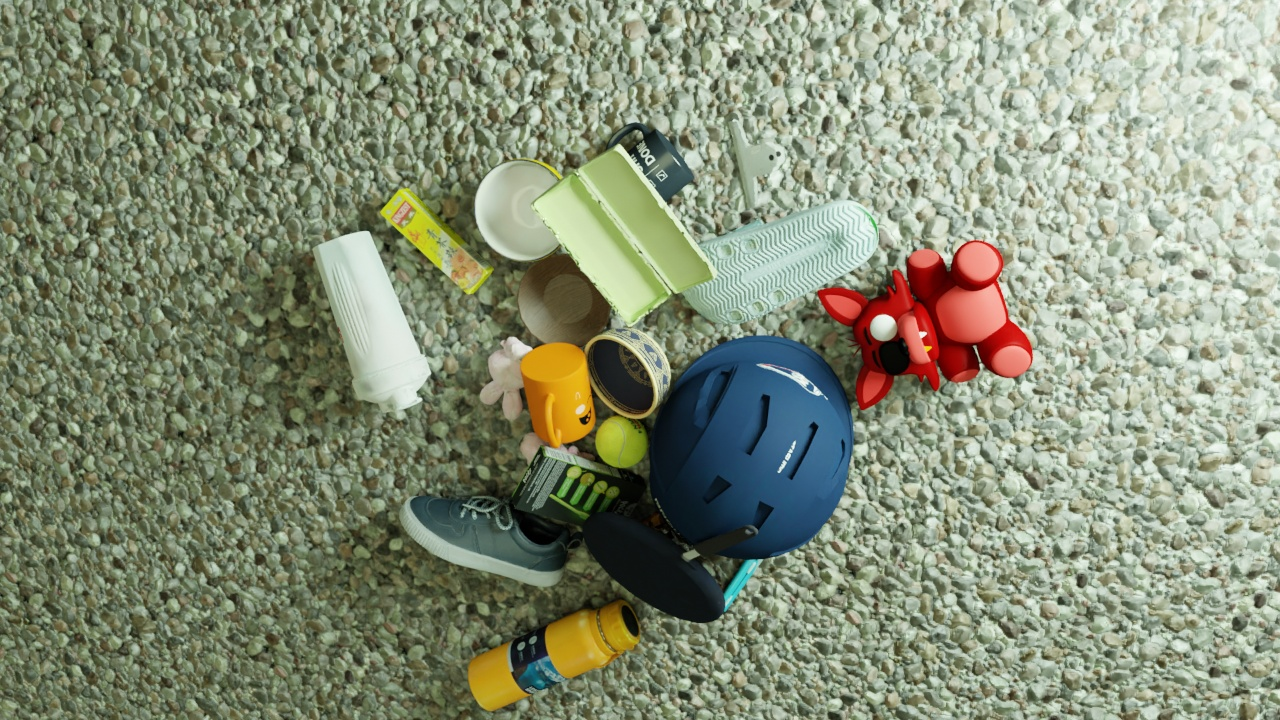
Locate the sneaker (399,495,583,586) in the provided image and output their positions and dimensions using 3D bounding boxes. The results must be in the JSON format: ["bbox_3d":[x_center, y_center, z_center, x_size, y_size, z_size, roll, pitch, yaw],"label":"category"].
[{"bbox_3d":[-0.193,0.213,1.179,0.235,0.089,0.087,20,110,-2],"label":"sneaker"}]

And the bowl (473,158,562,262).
[{"bbox_3d":[-0.130,-0.178,1.076,0.117,0.067,0.117,2,105,9],"label":"bowl"}]

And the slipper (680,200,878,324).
[{"bbox_3d":[0.153,-0.115,1.040,0.246,0.074,0.104,-19,104,31],"label":"slipper"}]

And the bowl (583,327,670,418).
[{"bbox_3d":[-0.007,0.006,1.100,0.112,0.061,0.113,26,135,30],"label":"bowl"}]

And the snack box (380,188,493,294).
[{"bbox_3d":[-0.248,-0.146,1.124,0.148,0.028,0.040,43,106,-3],"label":"snack box"}]

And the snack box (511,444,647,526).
[{"bbox_3d":[-0.075,0.164,1.141,0.147,0.025,0.080,21,109,-28],"label":"snack box"}]

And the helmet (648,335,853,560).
[{"bbox_3d":[0.134,0.095,1.050,0.232,0.223,0.271,30,71,1],"label":"helmet"}]

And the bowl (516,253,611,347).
[{"bbox_3d":[-0.090,-0.074,1.116,0.118,0.030,0.118,2,105,9],"label":"bowl"}]

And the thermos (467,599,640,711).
[{"bbox_3d":[-0.110,0.389,1.222,0.233,0.091,0.076,-28,67,15],"label":"thermos"}]

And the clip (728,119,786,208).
[{"bbox_3d":[0.135,-0.227,1.040,0.054,0.040,0.101,-10,104,24],"label":"clip"}]

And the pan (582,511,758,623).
[{"bbox_3d":[0.042,0.228,1.043,0.199,0.021,0.357,40,149,-4],"label":"pan"}]

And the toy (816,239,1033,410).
[{"bbox_3d":[0.315,-0.038,1.020,0.198,0.120,0.158,-19,103,22],"label":"toy"}]

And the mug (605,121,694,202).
[{"bbox_3d":[0.001,-0.224,1.048,0.077,0.071,0.105,-37,69,16],"label":"mug"}]

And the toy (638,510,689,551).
[{"bbox_3d":[0.032,0.244,1.161,0.087,0.067,0.112,-25,86,30],"label":"toy"}]

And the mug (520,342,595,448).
[{"bbox_3d":[-0.100,0.050,1.093,0.078,0.112,0.096,-1,126,8],"label":"mug"}]

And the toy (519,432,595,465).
[{"bbox_3d":[-0.106,0.137,1.164,0.096,0.052,0.099,1,110,-4],"label":"toy"}]

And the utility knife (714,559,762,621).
[{"bbox_3d":[0.125,0.289,1.183,0.022,0.015,0.124,20,110,-23],"label":"utility knife"}]

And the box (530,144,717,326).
[{"bbox_3d":[-0.017,-0.139,1.027,0.141,0.047,0.188,-28,115,30],"label":"box"}]

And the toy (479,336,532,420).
[{"bbox_3d":[-0.162,0.020,1.145,0.063,0.047,0.110,30,116,9],"label":"toy"}]

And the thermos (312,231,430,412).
[{"bbox_3d":[-0.331,-0.045,1.138,0.099,0.099,0.220,-17,95,13],"label":"thermos"}]

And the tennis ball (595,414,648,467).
[{"bbox_3d":[-0.023,0.100,1.131,0.065,0.065,0.065,2,105,9],"label":"tennis ball"}]
